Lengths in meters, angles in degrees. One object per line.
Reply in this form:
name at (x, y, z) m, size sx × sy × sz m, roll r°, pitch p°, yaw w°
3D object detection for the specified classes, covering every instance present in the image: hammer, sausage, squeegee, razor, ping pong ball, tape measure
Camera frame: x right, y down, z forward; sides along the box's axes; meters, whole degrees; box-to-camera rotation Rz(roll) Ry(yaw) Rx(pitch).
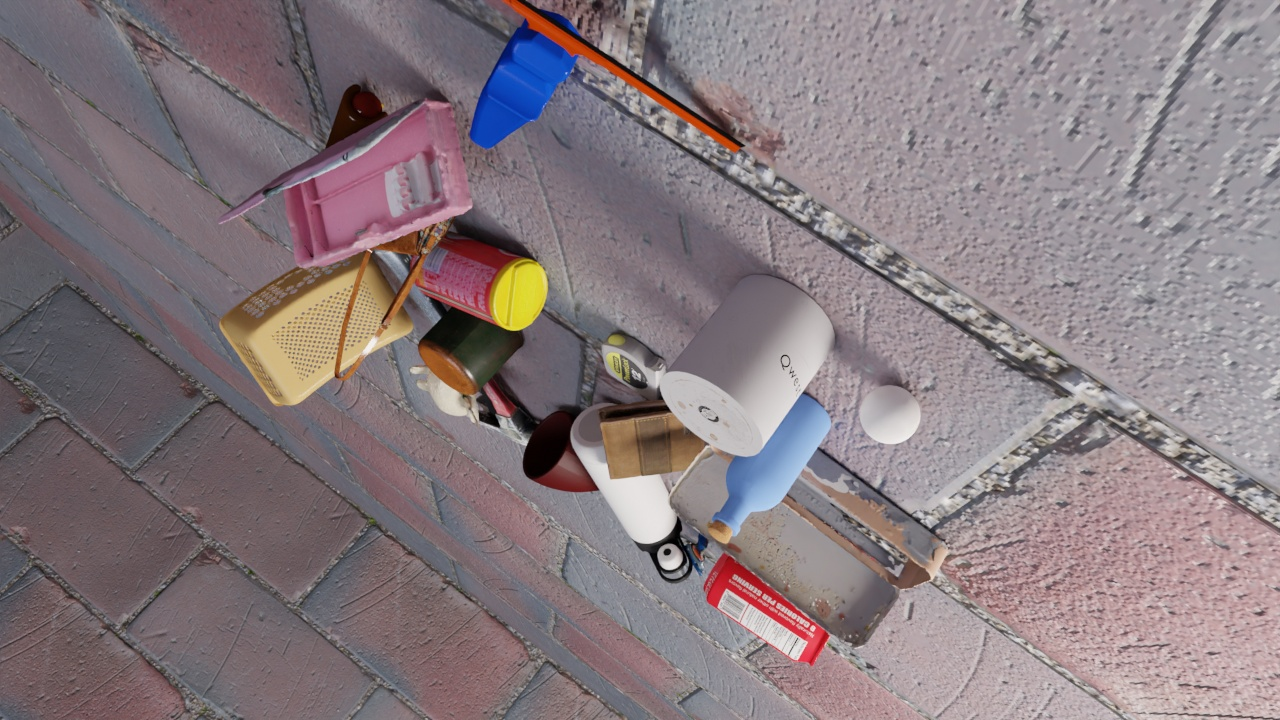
hammer at (-0.219, -0.018, 1.089) m, size 0.141 × 0.036 × 0.326 m, roll 14°, pitch 144°, yaw 41°
sausage at (-0.262, -0.201, 0.836) m, size 0.040 × 0.040 × 0.156 m, roll 45°, pitch 153°, yaw -11°
squeegee at (-0.076, -0.181, 0.592) m, size 0.249 × 0.055 × 0.185 m, roll 29°, pitch 159°, yaw -18°
razor at (0.073, 0.215, 1.090) m, size 0.044 × 0.018 × 0.141 m, roll 56°, pitch 160°, yaw 24°
ping pong ball at (0.171, 0.037, 0.629) m, size 0.040 × 0.040 × 0.040 m, roll 32°, pitch 154°, yaw 17°
tape measure at (-0.005, 0.005, 0.848) m, size 0.065 × 0.016 × 0.064 m, roll 30°, pitch 154°, yaw 20°

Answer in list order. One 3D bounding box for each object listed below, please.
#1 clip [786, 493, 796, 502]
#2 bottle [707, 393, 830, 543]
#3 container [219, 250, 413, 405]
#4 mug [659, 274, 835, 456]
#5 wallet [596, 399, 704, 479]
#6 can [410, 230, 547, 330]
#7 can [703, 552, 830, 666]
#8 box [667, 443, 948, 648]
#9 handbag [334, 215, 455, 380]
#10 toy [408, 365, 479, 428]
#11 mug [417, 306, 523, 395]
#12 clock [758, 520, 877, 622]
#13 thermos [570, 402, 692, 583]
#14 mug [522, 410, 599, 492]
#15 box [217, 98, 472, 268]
clip at (0.123, 0.115, 0.850) m, size 0.060 × 0.023 × 0.044 m, roll 48°, pitch 150°, yaw -20°
bottle at (0.095, 0.085, 0.707) m, size 0.048 × 0.131 × 0.048 m, roll 32°, pitch 154°, yaw 17°
container at (-0.375, -0.045, 1.065) m, size 0.167 × 0.183 × 0.129 m, roll 17°, pitch 138°, yaw 59°
mug at (0.080, 0.015, 0.652) m, size 0.083 × 0.096 × 0.120 m, roll 22°, pitch 150°, yaw 34°
wallet at (0.012, 0.076, 0.878) m, size 0.098 × 0.026 × 0.121 m, roll -6°, pitch 145°, yaw 0°
can at (-0.152, -0.077, 0.856) m, size 0.124 × 0.066 × 0.067 m, roll 22°, pitch 150°, yaw 34°
can at (0.144, 0.270, 1.016) m, size 0.142 × 0.074 × 0.074 m, roll 31°, pitch 154°, yaw 19°
box at (0.137, 0.144, 0.792) m, size 0.217 × 0.095 × 0.115 m, roll 36°, pitch 152°, yaw 7°
handbag at (-0.238, -0.076, 0.827) m, size 0.094 × 0.195 × 0.043 m, roll 13°, pitch 166°, yaw 40°
toy at (-0.223, 0.037, 1.086) m, size 0.112 × 0.050 × 0.087 m, roll 22°, pitch 148°, yaw 19°
mug at (-0.183, -0.009, 0.994) m, size 0.085 × 0.081 × 0.111 m, roll 31°, pitch 154°, yaw 19°
clock at (0.167, 0.216, 0.910) m, size 0.110 × 0.061 × 0.157 m, roll 39°, pitch 156°, yaw 0°
thermos at (-0.003, 0.150, 1.010) m, size 0.101 × 0.068 × 0.230 m, roll 60°, pitch 176°, yaw 45°
mug at (-0.066, 0.110, 1.056) m, size 0.088 × 0.087 × 0.114 m, roll 34°, pitch 133°, yaw -31°
box at (-0.258, -0.141, 0.761) m, size 0.233 × 0.106 × 0.099 m, roll -8°, pitch 95°, yaw 41°
